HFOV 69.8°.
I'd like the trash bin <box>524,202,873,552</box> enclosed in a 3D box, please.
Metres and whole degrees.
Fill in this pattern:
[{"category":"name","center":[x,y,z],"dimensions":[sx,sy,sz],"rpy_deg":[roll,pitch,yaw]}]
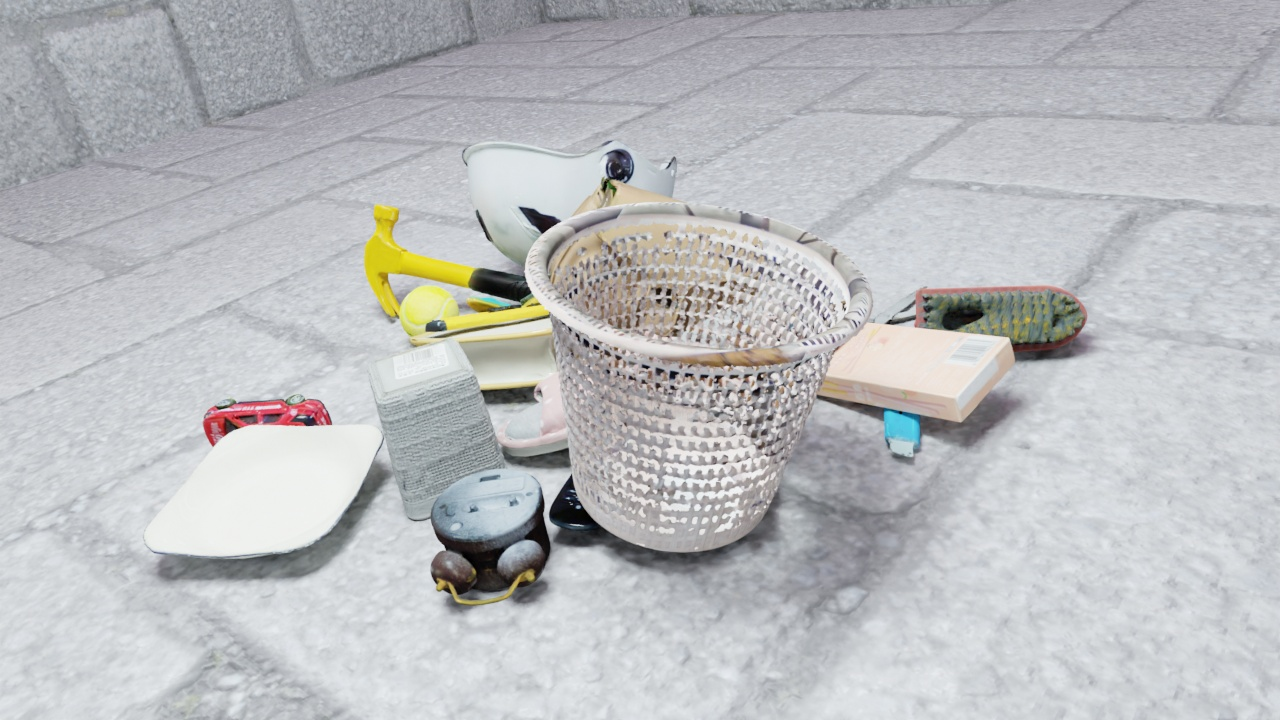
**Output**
[{"category":"trash bin","center":[0.032,0.018,0.650],"dimensions":[0.227,0.192,0.227],"rpy_deg":[4,32,-2]}]

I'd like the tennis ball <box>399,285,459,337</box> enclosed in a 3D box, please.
[{"category":"tennis ball","center":[-0.236,-0.051,1.028],"dimensions":[0.065,0.065,0.065],"rpy_deg":[-8,28,4]}]

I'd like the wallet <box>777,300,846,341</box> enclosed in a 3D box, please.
[{"category":"wallet","center":[0.134,-0.023,0.852],"dimensions":[0.090,0.033,0.115],"rpy_deg":[-27,8,-32]}]

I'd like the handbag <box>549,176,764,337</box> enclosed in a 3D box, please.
[{"category":"handbag","center":[0.019,-0.083,0.882],"dimensions":[0.204,0.148,0.099],"rpy_deg":[13,26,-15]}]

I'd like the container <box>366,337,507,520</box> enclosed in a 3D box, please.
[{"category":"container","center":[-0.170,0.052,0.759],"dimensions":[0.090,0.114,0.090],"rpy_deg":[-19,30,-16]}]

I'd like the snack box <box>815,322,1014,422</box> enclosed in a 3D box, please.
[{"category":"snack box","center":[0.221,0.005,0.773],"dimensions":[0.084,0.026,0.157],"rpy_deg":[-39,28,-28]}]

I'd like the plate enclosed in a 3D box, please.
[{"category":"plate","center":[-0.305,0.113,0.766],"dimensions":[0.164,0.034,0.163],"rpy_deg":[-2,33,11]}]

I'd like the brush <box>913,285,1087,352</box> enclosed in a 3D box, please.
[{"category":"brush","center":[0.327,-0.037,0.835],"dimensions":[0.146,0.063,0.069],"rpy_deg":[-3,-1,11]}]

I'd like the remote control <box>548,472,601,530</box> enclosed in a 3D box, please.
[{"category":"remote control","center":[-0.029,0.096,0.729],"dimensions":[0.053,0.024,0.136],"rpy_deg":[7,32,21]}]

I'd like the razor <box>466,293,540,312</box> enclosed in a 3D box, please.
[{"category":"razor","center":[-0.139,-0.060,0.966],"dimensions":[0.043,0.028,0.132],"rpy_deg":[-26,-7,25]}]

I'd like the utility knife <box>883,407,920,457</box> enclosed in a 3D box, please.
[{"category":"utility knife","center":[0.221,0.035,0.773],"dimensions":[0.034,0.018,0.161],"rpy_deg":[-1,30,16]}]

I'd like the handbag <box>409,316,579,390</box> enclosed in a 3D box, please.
[{"category":"handbag","center":[-0.132,-0.016,0.952],"dimensions":[0.163,0.063,0.178],"rpy_deg":[-3,14,12]}]

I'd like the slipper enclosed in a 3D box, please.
[{"category":"slipper","center":[-0.005,0.005,0.803],"dimensions":[0.274,0.054,0.114],"rpy_deg":[-25,17,0]}]

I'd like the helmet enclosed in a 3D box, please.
[{"category":"helmet","center":[-0.086,-0.171,1.091],"dimensions":[0.229,0.146,0.258],"rpy_deg":[3,3,43]}]

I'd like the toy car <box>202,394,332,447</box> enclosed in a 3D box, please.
[{"category":"toy car","center":[-0.353,0.064,0.862],"dimensions":[0.120,0.053,0.045],"rpy_deg":[-4,30,9]}]

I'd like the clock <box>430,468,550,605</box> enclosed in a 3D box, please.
[{"category":"clock","center":[-0.107,0.129,0.660],"dimensions":[0.082,0.055,0.121],"rpy_deg":[-8,29,2]}]

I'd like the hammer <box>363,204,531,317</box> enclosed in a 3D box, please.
[{"category":"hammer","center":[-0.192,-0.094,1.069],"dimensions":[0.301,0.129,0.032],"rpy_deg":[13,11,17]}]

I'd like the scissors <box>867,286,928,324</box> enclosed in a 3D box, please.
[{"category":"scissors","center":[0.239,-0.041,0.912],"dimensions":[0.179,0.014,0.159],"rpy_deg":[-2,29,14]}]

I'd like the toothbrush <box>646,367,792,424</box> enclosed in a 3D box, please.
[{"category":"toothbrush","center":[0.041,0.042,0.807],"dimensions":[0.221,0.027,0.026],"rpy_deg":[-17,23,-12]}]

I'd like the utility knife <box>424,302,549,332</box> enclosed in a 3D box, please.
[{"category":"utility knife","center":[-0.123,-0.049,0.926],"dimensions":[0.192,0.015,0.033],"rpy_deg":[-11,11,-27]}]
